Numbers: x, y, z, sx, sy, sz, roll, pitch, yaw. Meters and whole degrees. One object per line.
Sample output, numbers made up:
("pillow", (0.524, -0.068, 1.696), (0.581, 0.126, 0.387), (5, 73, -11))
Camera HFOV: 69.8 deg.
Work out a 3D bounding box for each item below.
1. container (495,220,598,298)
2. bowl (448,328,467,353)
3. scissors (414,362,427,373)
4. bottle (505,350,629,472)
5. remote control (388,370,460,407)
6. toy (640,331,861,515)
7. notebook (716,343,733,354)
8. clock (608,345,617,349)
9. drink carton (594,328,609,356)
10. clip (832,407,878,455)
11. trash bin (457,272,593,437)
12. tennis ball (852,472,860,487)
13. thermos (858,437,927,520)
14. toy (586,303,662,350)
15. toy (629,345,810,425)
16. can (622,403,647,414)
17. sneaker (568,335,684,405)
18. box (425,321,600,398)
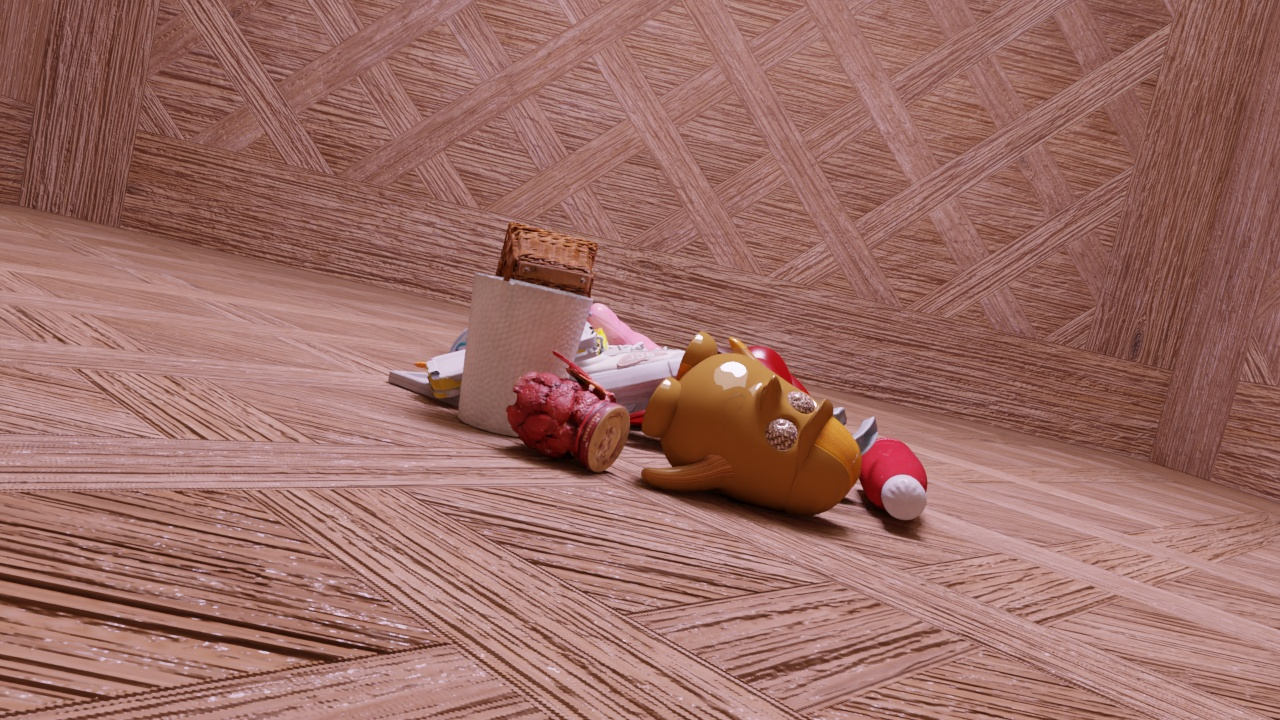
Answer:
("container", (-0.167, -0.080, 1.515), (0.162, 0.250, 0.183), (12, 14, -13))
("bowl", (-0.170, 0.007, 1.198), (0.143, 0.144, 0.074), (8, 46, -48))
("scissors", (-0.259, 0.016, 1.247), (0.133, 0.012, 0.097), (-10, -25, -22))
("bottle", (-0.070, 0.053, 0.911), (0.111, 0.099, 0.098), (20, 7, 28))
("remote control", (-0.236, 0.036, 1.133), (0.151, 0.019, 0.074), (16, 5, 34))
("toy", (0.117, 0.073, 0.902), (0.203, 0.198, 0.163), (27, -35, 16))
("notebook", (0.123, 0.022, 1.260), (0.141, 0.008, 0.209), (27, -12, -9))
("clock", (-0.071, 0.035, 1.364), (0.154, 0.065, 0.115), (-27, 30, -35))
("drink carton", (-0.112, 0.001, 1.322), (0.135, 0.043, 0.058), (-15, 37, 8))
("clip", (0.199, 0.104, 0.989), (0.166, 0.028, 0.127), (-30, 23, -28))
("trash bin", (-0.134, -0.005, 1.014), (0.133, 0.161, 0.133), (13, 4, -1))
("tennis ball", (0.220, 0.123, 1.058), (0.065, 0.065, 0.065), (13, 4, -1))
("thermos", (0.288, 0.136, 1.041), (0.073, 0.073, 0.239), (14, 5, 9))
("toy", (-0.016, -0.002, 1.482), (0.192, 0.096, 0.237), (-9, -45, 36))
("toy", (0.099, 0.062, 1.101), (0.198, 0.120, 0.158), (-23, -22, 26))
("can", (0.003, 0.045, 1.281), (0.088, 0.088, 0.139), (15, 5, 30))
("sneaker", (-0.007, 0.007, 1.165), (0.242, 0.090, 0.090), (-9, -28, -1))
("box", (-0.153, -0.005, 1.104), (0.209, 0.033, 0.064), (-15, 30, -15))
